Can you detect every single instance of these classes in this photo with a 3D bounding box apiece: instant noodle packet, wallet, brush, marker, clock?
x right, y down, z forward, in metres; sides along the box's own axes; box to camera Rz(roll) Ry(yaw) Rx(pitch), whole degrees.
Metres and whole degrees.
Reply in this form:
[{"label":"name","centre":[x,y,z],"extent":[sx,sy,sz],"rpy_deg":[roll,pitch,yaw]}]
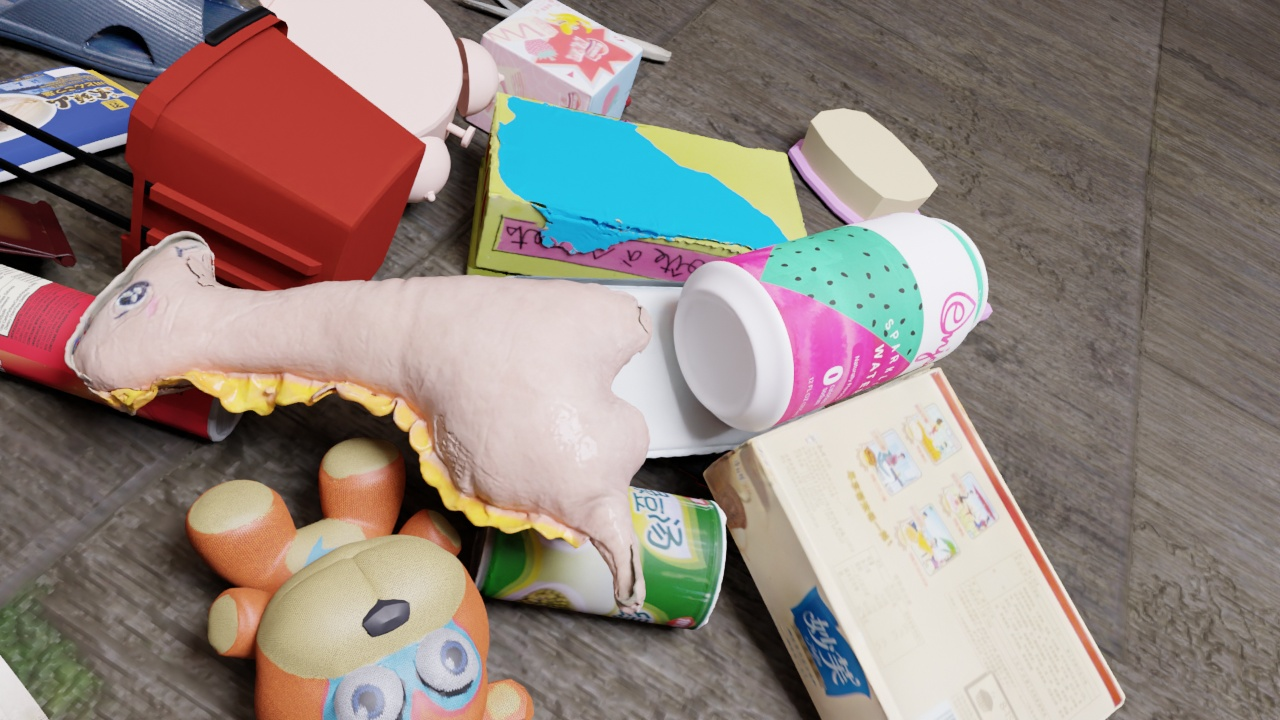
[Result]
[{"label":"instant noodle packet","centre":[-0.363,-0.143,0.551],"extent":[0.087,0.026,0.133],"rpy_deg":[29,40,16]},{"label":"wallet","centre":[-0.359,-0.077,0.465],"extent":[0.115,0.018,0.091],"rpy_deg":[12,17,-44]},{"label":"brush","centre":[0.219,-0.126,0.774],"extent":[0.089,0.043,0.228],"rpy_deg":[-17,59,-33]},{"label":"marker","centre":[0.083,0.085,0.552],"extent":[0.145,0.019,0.019],"rpy_deg":[23,46,-2]},{"label":"clock","centre":[-0.179,-0.188,0.591],"extent":[0.160,0.086,0.130],"rpy_deg":[30,63,-15]}]

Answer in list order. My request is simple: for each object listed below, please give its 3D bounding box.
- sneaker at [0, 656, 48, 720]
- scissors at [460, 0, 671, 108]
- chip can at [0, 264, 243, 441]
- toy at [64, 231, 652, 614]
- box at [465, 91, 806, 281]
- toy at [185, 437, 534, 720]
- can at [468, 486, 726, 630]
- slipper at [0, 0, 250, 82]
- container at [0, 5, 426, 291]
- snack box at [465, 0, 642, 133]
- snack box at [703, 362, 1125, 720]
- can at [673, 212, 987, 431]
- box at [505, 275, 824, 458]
[{"label":"sneaker","centre":[-0.341,0.088,0.331],"extent":[0.233,0.092,0.118],"rpy_deg":[46,51,8]},{"label":"scissors","centre":[-0.059,-0.284,0.815],"extent":[0.179,0.015,0.196],"rpy_deg":[-11,56,-29]},{"label":"chip can","centre":[-0.306,-0.017,0.456],"extent":[0.214,0.052,0.051],"rpy_deg":[20,46,-6]},{"label":"toy","centre":[-0.124,0.018,0.403],"extent":[0.264,0.065,0.195],"rpy_deg":[-1,56,-3]},{"label":"box","centre":[-0.004,-0.102,0.639],"extent":[0.221,0.083,0.124],"rpy_deg":[6,48,-14]},{"label":"toy","centre":[-0.119,0.118,0.397],"extent":[0.112,0.096,0.176],"rpy_deg":[-21,73,-35]},{"label":"can","centre":[-0.021,0.095,0.466],"extent":[0.121,0.067,0.067],"rpy_deg":[12,48,-12]},{"label":"slipper","centre":[-0.375,-0.256,0.605],"extent":[0.263,0.083,0.101],"rpy_deg":[8,53,-25]},{"label":"container","centre":[-0.238,-0.112,0.500],"extent":[0.201,0.148,0.126],"rpy_deg":[31,47,-8]},{"label":"snack box","centre":[-0.066,-0.213,0.706],"extent":[0.095,0.080,0.092],"rpy_deg":[31,47,4]},{"label":"snack box","centre":[0.146,0.120,0.492],"extent":[0.153,0.055,0.207],"rpy_deg":[-17,74,-32]},{"label":"can","centre":[0.104,-0.025,0.494],"extent":[0.165,0.088,0.088],"rpy_deg":[-18,60,-30]},{"label":"box","centre":[0.008,0.011,0.532],"extent":[0.210,0.130,0.105],"rpy_deg":[-1,74,-24]}]
